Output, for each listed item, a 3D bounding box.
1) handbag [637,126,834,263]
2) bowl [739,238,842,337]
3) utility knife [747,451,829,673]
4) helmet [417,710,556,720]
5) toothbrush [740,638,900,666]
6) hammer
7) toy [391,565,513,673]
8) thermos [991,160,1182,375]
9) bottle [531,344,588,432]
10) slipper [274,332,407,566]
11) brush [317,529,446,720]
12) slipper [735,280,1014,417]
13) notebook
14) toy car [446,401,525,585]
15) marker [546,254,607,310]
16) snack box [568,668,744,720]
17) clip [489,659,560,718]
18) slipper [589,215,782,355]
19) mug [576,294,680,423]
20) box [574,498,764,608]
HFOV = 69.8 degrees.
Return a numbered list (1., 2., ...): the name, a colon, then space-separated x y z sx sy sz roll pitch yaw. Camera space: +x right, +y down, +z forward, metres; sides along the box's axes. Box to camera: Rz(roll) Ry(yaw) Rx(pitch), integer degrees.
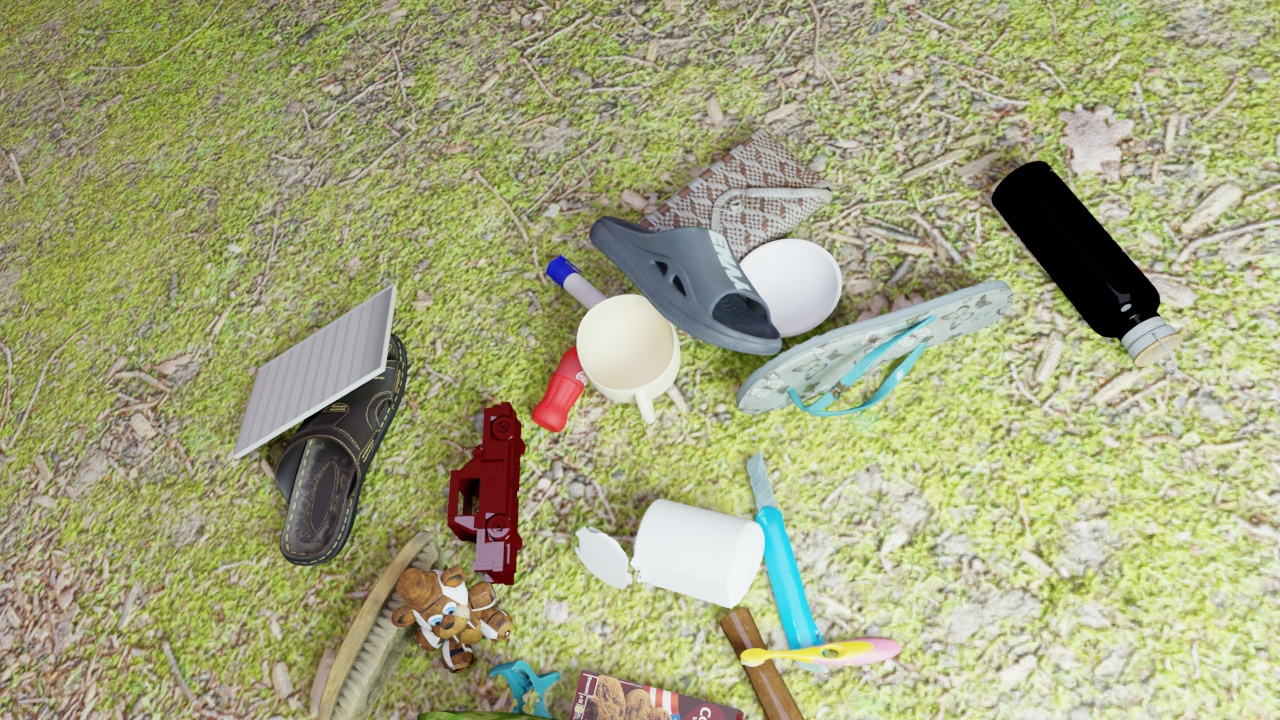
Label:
1. handbag: 0.100 -0.161 0.979 0.185 0.047 0.124 -39 58 -4
2. bowl: 0.147 -0.064 0.917 0.110 0.040 0.109 -8 63 15
3. utility knife: 0.127 0.176 0.818 0.031 0.015 0.205 -16 64 8
4. helmet: -0.083 0.375 0.657 0.243 0.248 0.212 13 56 0
5. toothbrush: 0.149 0.244 0.762 0.135 0.016 0.021 -2 49 -5
6. hammer: 0.144 0.346 0.720 0.115 0.033 0.322 -28 59 1
7. toy: -0.177 0.229 0.838 0.087 0.112 0.067 -38 48 -3
8. thermos: 0.409 -0.081 0.830 0.061 0.061 0.231 -27 59 3
9. bottle: -0.072 0.016 0.951 0.036 0.036 0.118 18 71 25
10. slipper: -0.324 0.083 0.975 0.113 0.076 0.267 5 66 20
11. brush: -0.243 0.255 0.874 0.043 0.059 0.195 22 70 14
12. slipper: 0.216 -0.001 0.832 0.269 0.098 0.054 -23 58 4
13. notebook: -0.357 0.010 1.010 0.210 0.009 0.142 -29 39 17
14. toy car: -0.149 0.130 0.898 0.062 0.070 0.169 -3 63 3
15. marker: -0.051 -0.068 0.993 0.133 0.023 0.027 41 95 30
16. snack box: 0.012 0.307 0.780 0.141 0.032 0.051 7 67 21
17. clip: -0.096 0.274 0.781 0.028 0.127 0.113 -17 70 8
18. slipper: 0.050 -0.093 0.875 0.268 0.110 0.083 44 115 43
19. mug: -0.005 0.005 0.900 0.096 0.100 0.120 -16 76 3
20. box: 0.021 0.166 0.817 0.166 0.083 0.092 12 51 24
